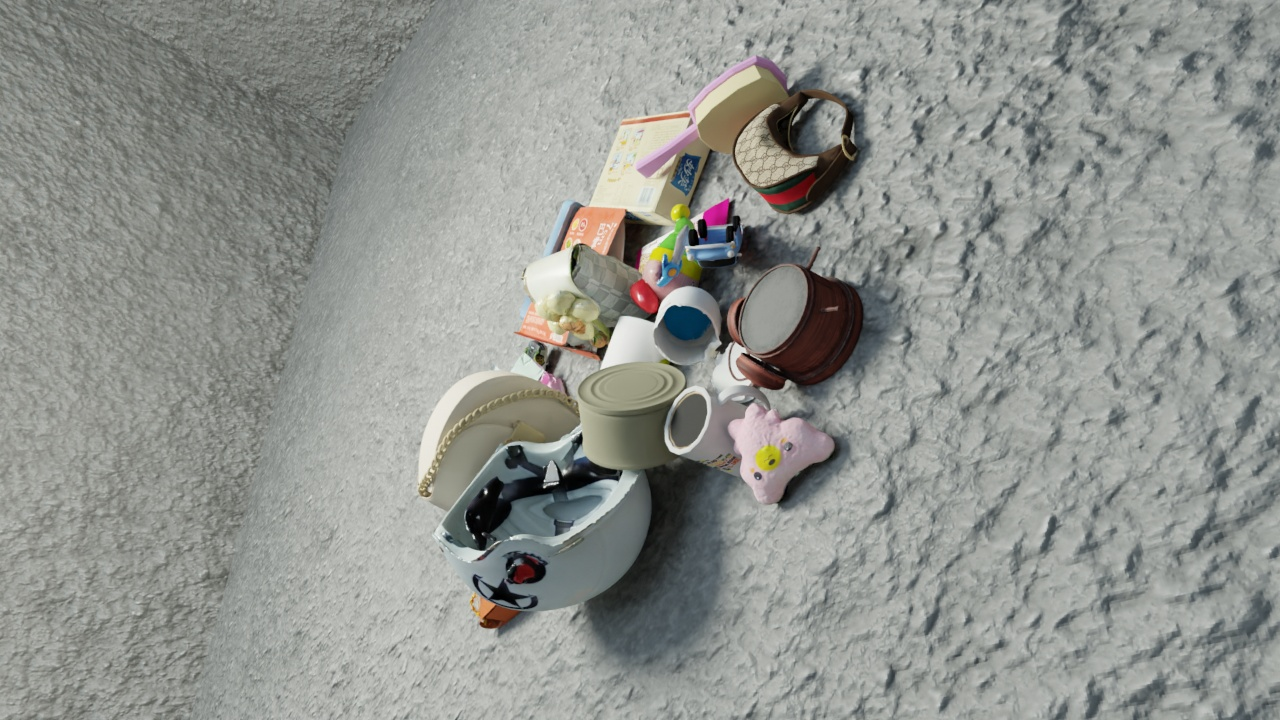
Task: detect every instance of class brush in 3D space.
[{"bbox_3d":[0.088,-0.297,1.184,0.229,0.089,0.043,-32,49,27],"label":"brush"}]

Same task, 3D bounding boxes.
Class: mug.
[{"bbox_3d":[0.092,0.067,0.964,0.105,0.089,0.073,-47,36,30],"label":"mug"},{"bbox_3d":[-0.007,0.007,1.164,0.083,0.082,0.106,5,74,58],"label":"mug"}]

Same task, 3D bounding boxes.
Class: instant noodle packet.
[{"bbox_3d":[-0.095,-0.125,1.366,0.164,0.084,0.221,17,90,60],"label":"instant noodle packet"}]

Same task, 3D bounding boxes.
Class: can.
[{"bbox_3d":[-0.006,0.060,1.039,0.128,0.127,0.073,-140,39,-58],"label":"can"}]

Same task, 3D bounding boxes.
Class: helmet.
[{"bbox_3d":[-0.094,0.200,1.079,0.264,0.164,0.235,-13,26,24],"label":"helmet"}]

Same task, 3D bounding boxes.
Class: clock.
[{"bbox_3d":[0.151,-0.032,0.955,0.158,0.072,0.120,-42,39,34],"label":"clock"}]

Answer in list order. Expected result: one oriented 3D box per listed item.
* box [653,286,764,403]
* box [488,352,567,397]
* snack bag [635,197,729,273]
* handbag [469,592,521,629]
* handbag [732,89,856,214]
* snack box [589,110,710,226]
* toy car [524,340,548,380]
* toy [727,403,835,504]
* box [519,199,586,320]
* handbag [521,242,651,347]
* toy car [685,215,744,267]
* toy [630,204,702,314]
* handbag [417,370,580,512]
[{"bbox_3d":[0.082,-0.021,1.067,0.083,0.143,0.136,-52,3,17],"label":"box"},{"bbox_3d":[-0.205,0.104,1.426,0.159,0.066,0.231,49,115,31],"label":"box"},{"bbox_3d":[0.051,-0.155,1.246,0.197,0.016,0.070,-23,50,50],"label":"snack bag"},{"bbox_3d":[-0.202,0.281,1.313,0.109,0.060,0.171,-46,36,37],"label":"handbag"},{"bbox_3d":[0.183,-0.249,1.066,0.139,0.063,0.166,-42,37,19],"label":"handbag"},{"bbox_3d":[0.014,-0.279,1.346,0.207,0.055,0.153,18,87,59],"label":"snack box"},{"bbox_3d":[-0.168,0.021,1.452,0.048,0.033,0.105,25,105,57],"label":"toy car"},{"bbox_3d":[0.132,0.086,0.907,0.103,0.093,0.050,-45,-4,26],"label":"toy"},{"bbox_3d":[-0.127,-0.150,1.482,0.120,0.049,0.209,24,-91,-80],"label":"box"},{"bbox_3d":[-0.059,-0.080,1.220,0.113,0.171,0.123,-15,65,45],"label":"handbag"},{"bbox_3d":[0.090,-0.136,1.081,0.153,0.056,0.055,-57,-38,-70],"label":"toy car"},{"bbox_3d":[0.036,-0.125,1.154,0.097,0.124,0.131,46,101,19],"label":"toy"},{"bbox_3d":[-0.187,0.121,1.239,0.103,0.210,0.208,12,71,58],"label":"handbag"}]
